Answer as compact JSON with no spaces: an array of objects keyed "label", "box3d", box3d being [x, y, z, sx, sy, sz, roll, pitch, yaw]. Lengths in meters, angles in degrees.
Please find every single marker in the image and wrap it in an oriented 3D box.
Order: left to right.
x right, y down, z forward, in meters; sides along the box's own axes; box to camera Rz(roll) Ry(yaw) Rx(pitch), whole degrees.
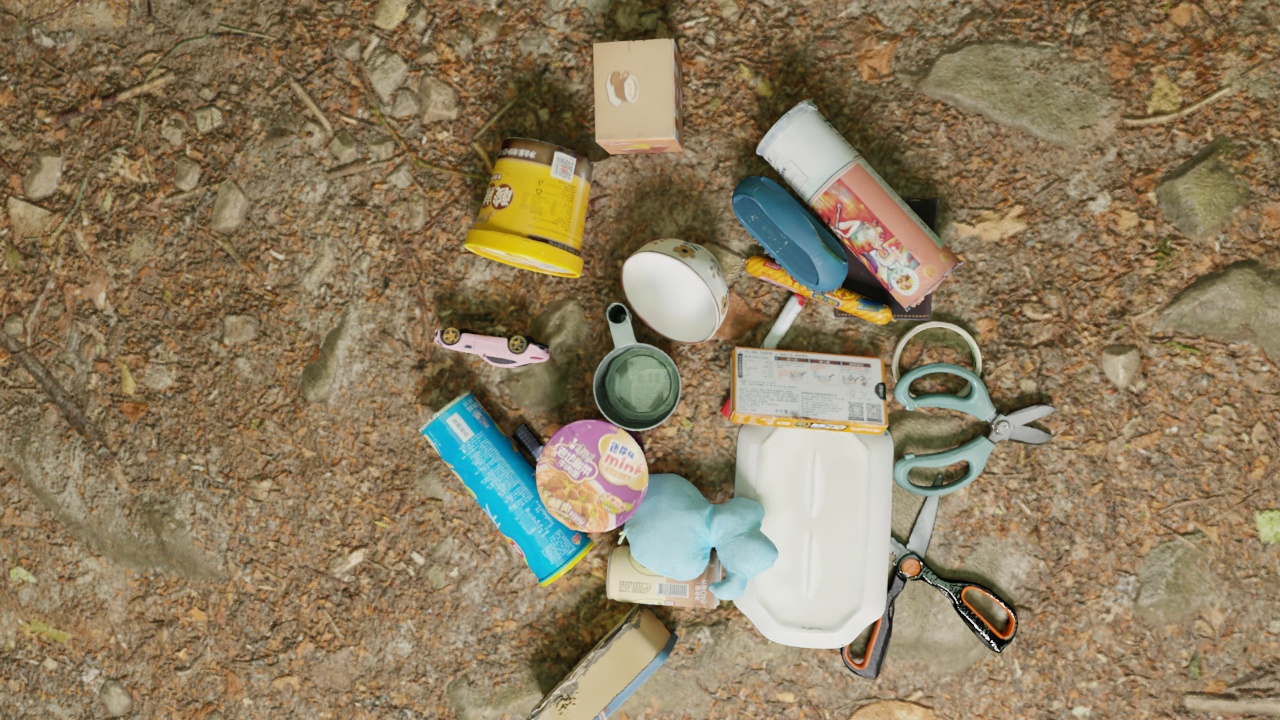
[{"label":"marker","box3d":[-0.091,0.122,0.983,0.023,0.018,0.130,-39,89,18]},{"label":"marker","box3d":[0.126,-0.005,0.942,0.017,0.017,0.145,31,98,3]}]

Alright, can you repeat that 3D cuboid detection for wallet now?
[{"label":"wallet","box3d":[0.244,-0.102,0.917,0.096,0.020,0.122,3,95,9]}]

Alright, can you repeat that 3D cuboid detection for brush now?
[{"label":"brush","box3d":[0.143,-0.125,0.886,0.055,0.073,0.144,-41,74,0]}]

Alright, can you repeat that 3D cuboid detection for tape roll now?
[{"label":"tape roll","box3d":[0.298,0.004,0.922,0.086,0.014,0.086,1,96,7]}]

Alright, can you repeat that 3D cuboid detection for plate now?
[{"label":"plate","box3d":[0.173,0.165,0.933,0.162,0.034,0.265,4,91,10]}]

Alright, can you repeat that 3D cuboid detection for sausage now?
[{"label":"sausage","box3d":[0.177,-0.071,0.915,0.165,0.021,0.021,23,98,14]}]

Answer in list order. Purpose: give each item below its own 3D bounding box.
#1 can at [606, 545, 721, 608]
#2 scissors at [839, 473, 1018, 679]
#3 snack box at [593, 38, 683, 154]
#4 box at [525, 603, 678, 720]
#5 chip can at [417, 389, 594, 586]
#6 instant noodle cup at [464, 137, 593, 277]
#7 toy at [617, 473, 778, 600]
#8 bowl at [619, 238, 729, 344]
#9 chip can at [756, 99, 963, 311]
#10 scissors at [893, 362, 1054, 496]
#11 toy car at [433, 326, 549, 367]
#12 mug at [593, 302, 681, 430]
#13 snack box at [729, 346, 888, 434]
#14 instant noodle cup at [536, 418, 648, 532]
[{"label":"can","box3d":[0.025,0.225,0.957,0.116,0.058,0.058,2,96,7]},{"label":"scissors","box3d":[0.280,0.231,0.947,0.233,0.021,0.221,36,94,4]},{"label":"snack box","box3d":[0.000,-0.254,0.894,0.077,0.094,0.093,0,96,7]},{"label":"box","box3d":[-0.037,0.331,0.961,0.184,0.089,0.062,-45,83,10]},{"label":"chip can","box3d":[-0.141,0.133,0.963,0.071,0.071,0.210,-39,89,9]},{"label":"instant noodle cup","box3d":[-0.104,-0.151,0.911,0.118,0.118,0.114,14,90,6]},{"label":"toy","box3d":[0.051,0.174,0.924,0.156,0.050,0.161,-19,52,7]},{"label":"bowl","box3d":[0.042,-0.078,0.913,0.113,0.114,0.062,37,56,2]},{"label":"chip can","box3d":[0.209,-0.148,0.877,0.071,0.071,0.214,-43,83,9]},{"label":"scissors","box3d":[0.325,0.082,0.917,0.176,0.019,0.172,17,102,-6]},{"label":"toy car","box3d":[-0.156,-0.013,0.958,0.122,0.056,0.037,8,89,7]},{"label":"mug","box3d":[-0.005,0.005,0.914,0.084,0.103,0.124,-14,89,3]},{"label":"snack box","box3d":[0.166,0.030,0.908,0.153,0.026,0.075,5,63,-3]},{"label":"instant noodle cup","box3d":[-0.042,0.107,0.933,0.111,0.099,0.111,1,97,7]}]
